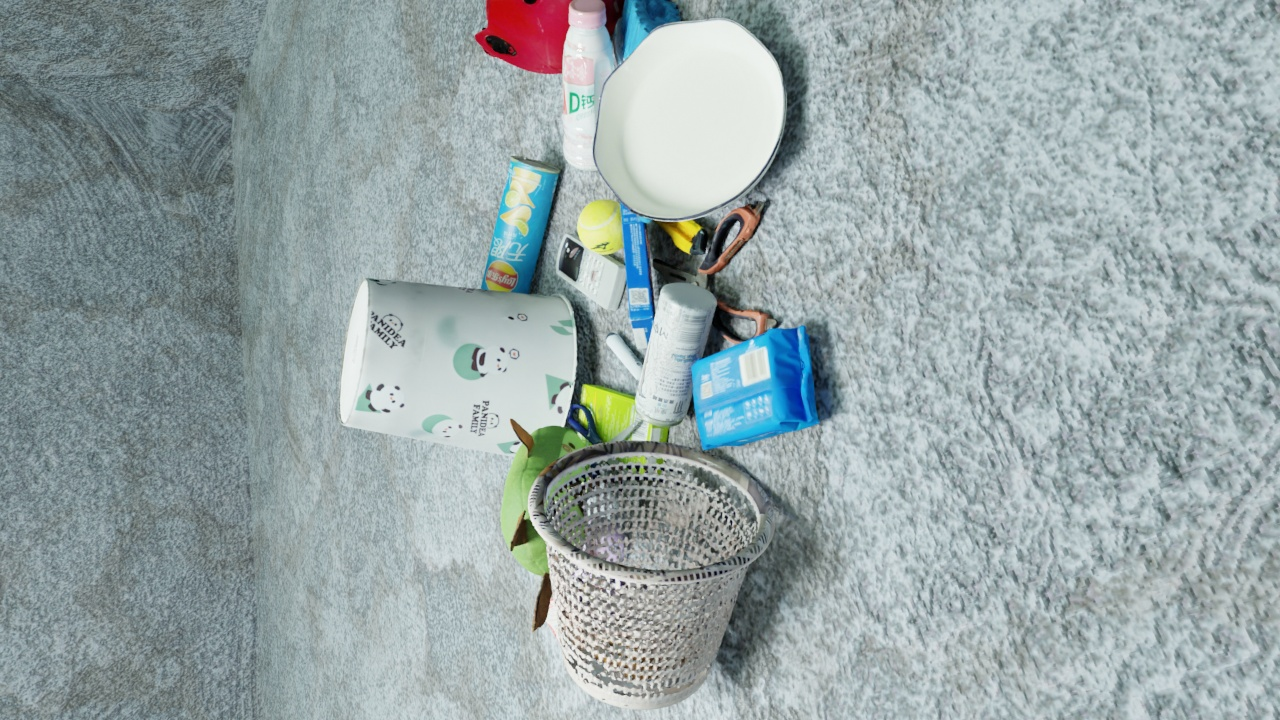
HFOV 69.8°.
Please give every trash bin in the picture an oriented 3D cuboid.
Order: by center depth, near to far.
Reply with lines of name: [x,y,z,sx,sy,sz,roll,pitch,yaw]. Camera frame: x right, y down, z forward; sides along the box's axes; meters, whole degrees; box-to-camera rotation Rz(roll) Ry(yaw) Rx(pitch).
trash bin: [0.003,0.213,0.880,0.227,0.227,0.192,38,130,50]
trash bin: [-0.238,0.008,1.165,0.230,0.251,0.229,-172,90,-66]

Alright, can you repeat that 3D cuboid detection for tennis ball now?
tennis ball: [-0.042,-0.159,1.089,0.066,0.065,0.065,-8,80,55]

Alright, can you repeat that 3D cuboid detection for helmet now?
helmet: [-0.091,-0.435,1.087,0.207,0.144,0.240,-60,9,3]

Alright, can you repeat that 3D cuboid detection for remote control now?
remote control: [-0.065,-0.114,1.156,0.150,0.021,0.058,37,117,50]

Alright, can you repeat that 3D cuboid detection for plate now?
plate: [0.050,-0.234,0.911,0.205,0.045,0.204,-4,81,26]

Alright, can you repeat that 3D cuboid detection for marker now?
marker: [-0.006,0.006,1.062,0.018,0.022,0.130,-56,40,15]

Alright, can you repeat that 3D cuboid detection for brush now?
brush: [0.007,-0.297,1.009,0.110,0.060,0.313,124,147,-45]

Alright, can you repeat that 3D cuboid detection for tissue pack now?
tissue pack: [0.106,0.030,0.865,0.158,0.052,0.095,-24,65,52]

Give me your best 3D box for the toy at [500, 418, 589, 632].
toy: [-0.100,0.156,0.994,0.246,0.090,0.227,-86,-18,-57]

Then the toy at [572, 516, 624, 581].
toy: [-0.053,0.230,1.085,0.084,0.038,0.108,40,122,28]

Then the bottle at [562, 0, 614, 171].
bottle: [-0.059,-0.318,1.064,0.197,0.068,0.068,93,156,-47]

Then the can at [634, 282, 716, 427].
can: [0.035,-0.005,0.950,0.058,0.058,0.147,50,136,46]

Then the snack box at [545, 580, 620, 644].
snack box: [-0.060,0.300,1.075,0.156,0.026,0.077,-32,90,50]

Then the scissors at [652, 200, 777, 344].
scissors: [0.072,-0.075,0.959,0.227,0.015,0.188,-50,48,42]

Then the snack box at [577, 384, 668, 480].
snack box: [-0.024,0.081,1.072,0.156,0.026,0.086,13,97,55]

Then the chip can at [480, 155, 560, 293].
chip can: [-0.169,-0.171,1.271,0.071,0.071,0.210,39,118,50]

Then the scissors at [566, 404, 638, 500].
scissors: [-0.050,0.109,1.074,0.176,0.012,0.162,-60,43,34]

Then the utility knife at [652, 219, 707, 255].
utility knife: [0.021,-0.164,1.030,0.219,0.015,0.033,48,119,54]

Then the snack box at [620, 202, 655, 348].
snack box: [-0.002,-0.100,1.001,0.084,0.026,0.157,76,-172,-69]
